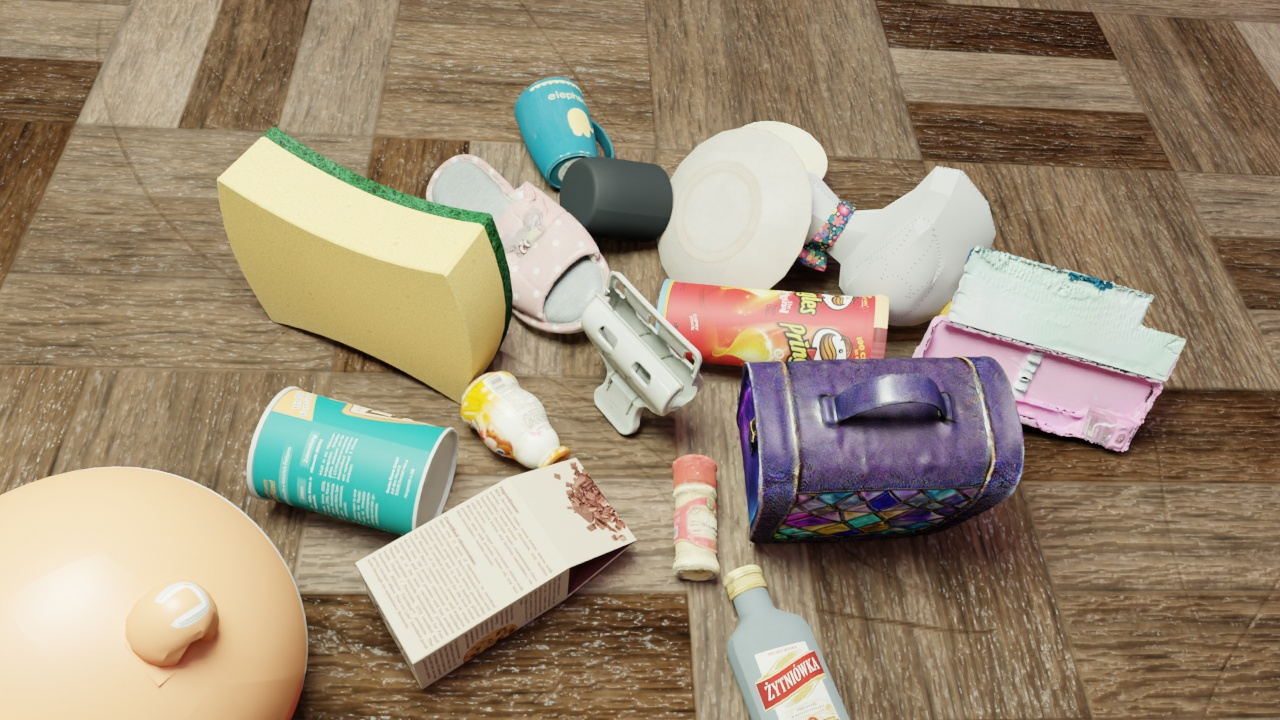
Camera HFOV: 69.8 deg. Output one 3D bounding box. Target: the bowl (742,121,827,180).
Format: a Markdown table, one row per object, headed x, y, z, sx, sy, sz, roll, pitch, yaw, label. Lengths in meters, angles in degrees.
| x | y | z | sx | sy | sz | roll | pitch | yaw | label |
| --- | --- | --- | --- | --- | --- | --- | --- | --- | --- |
| 0.150 | -0.212 | 1.054 | 0.115 | 0.063 | 0.115 | 3 | 56 | -4 | bowl |

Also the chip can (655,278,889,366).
| x | y | z | sx | sy | sz | roll | pitch | yaw | label |
| --- | --- | --- | --- | --- | --- | --- | --- | --- | --- |
| 0.127 | -0.030 | 0.891 | 0.213 | 0.087 | 0.086 | 6 | 54 | 11 | chip can |

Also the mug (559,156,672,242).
| x | y | z | sx | sy | sz | roll | pitch | yaw | label |
| --- | --- | --- | --- | --- | --- | --- | --- | --- | --- |
| -0.039 | -0.173 | 0.988 | 0.094 | 0.122 | 0.085 | 0 | 97 | -36 | mug |

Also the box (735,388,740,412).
| x | y | z | sx | sy | sz | roll | pitch | yaw | label |
| --- | --- | --- | --- | --- | --- | --- | --- | --- | --- |
| 0.187 | 0.043 | 0.894 | 0.187 | 0.053 | 0.058 | 5 | 23 | -5 | box |

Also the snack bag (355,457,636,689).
| x | y | z | sx | sy | sz | roll | pitch | yaw | label |
| --- | --- | --- | --- | --- | --- | --- | --- | --- | --- |
| -0.114 | 0.165 | 0.761 | 0.206 | 0.070 | 0.094 | -28 | 63 | -23 | snack bag |

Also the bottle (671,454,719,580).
| x | y | z | sx | sy | sz | roll | pitch | yaw | label |
| --- | --- | --- | --- | --- | --- | --- | --- | --- | --- |
| 0.049 | 0.139 | 0.813 | 0.044 | 0.044 | 0.109 | 4 | 57 | -4 | bottle |

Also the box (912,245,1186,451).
| x | y | z | sx | sy | sz | roll | pitch | yaw | label |
| --- | --- | --- | --- | --- | --- | --- | --- | --- | --- |
| 0.391 | -0.011 | 0.877 | 0.230 | 0.159 | 0.035 | 15 | 26 | -3 | box |

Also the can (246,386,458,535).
| x | y | z | sx | sy | sz | roll | pitch | yaw | label |
| --- | --- | --- | --- | --- | --- | --- | --- | --- | --- |
| -0.241 | 0.088 | 0.782 | 0.144 | 0.099 | 0.099 | 14 | 55 | 4 | can |

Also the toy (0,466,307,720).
| x | y | z | sx | sy | sz | roll | pitch | yaw | label |
| --- | --- | --- | --- | --- | --- | --- | --- | --- | --- |
| -0.348 | 0.202 | 0.588 | 0.262 | 0.281 | 0.265 | -40 | 96 | -28 | toy |

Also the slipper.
| x | y | z | sx | sy | sz | roll | pitch | yaw | label |
| --- | --- | --- | --- | --- | --- | --- | --- | --- | --- |
| -0.134 | -0.128 | 0.946 | 0.274 | 0.054 | 0.114 | 41 | 90 | 26 | slipper |

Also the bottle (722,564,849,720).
| x | y | z | sx | sy | sz | roll | pitch | yaw | label |
| --- | --- | --- | --- | --- | --- | --- | --- | --- | --- |
| 0.111 | 0.246 | 0.744 | 0.072 | 0.046 | 0.161 | -13 | 58 | -14 | bottle |

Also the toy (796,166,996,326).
| x | y | z | sx | sy | sz | roll | pitch | yaw | label |
| --- | --- | --- | --- | --- | --- | --- | --- | --- | --- |
| 0.245 | -0.119 | 0.935 | 0.267 | 0.247 | 0.140 | 40 | 56 | -6 | toy |

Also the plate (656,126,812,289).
| x | y | z | sx | sy | sz | roll | pitch | yaw | label |
| --- | --- | --- | --- | --- | --- | --- | --- | --- | --- |
| 0.086 | -0.150 | 0.945 | 0.027 | 0.189 | 0.188 | 10 | 41 | -52 | plate |

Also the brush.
| x | y | z | sx | sy | sz | roll | pitch | yaw | label |
| --- | --- | --- | --- | --- | --- | --- | --- | --- | --- |
| -0.245 | -0.080 | 0.838 | 0.250 | 0.195 | 0.075 | 23 | 56 | 9 | brush |

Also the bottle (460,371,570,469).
| x | y | z | sx | sy | sz | roll | pitch | yaw | label |
| --- | --- | --- | --- | --- | --- | --- | --- | --- | --- |
| -0.113 | 0.060 | 0.837 | 0.108 | 0.063 | 0.063 | 41 | 61 | 20 | bottle |

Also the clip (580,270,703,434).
| x | y | z | sx | sy | sz | roll | pitch | yaw | label |
| --- | --- | --- | --- | --- | --- | --- | --- | --- | --- |
| -0.005 | 0.005 | 0.840 | 0.081 | 0.148 | 0.125 | -25 | 62 | -30 | clip |

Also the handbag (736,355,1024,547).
| x | y | z | sx | sy | sz | roll | pitch | yaw | label |
| --- | --- | --- | --- | --- | --- | --- | --- | --- | --- |
| 0.183 | 0.068 | 0.761 | 0.205 | 0.222 | 0.125 | -1 | 64 | -5 | handbag |

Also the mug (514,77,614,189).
| x | y | z | sx | sy | sz | roll | pitch | yaw | label |
| --- | --- | --- | --- | --- | --- | --- | --- | --- | --- |
| -0.079 | -0.253 | 1.054 | 0.112 | 0.085 | 0.104 | 4 | 56 | -39 | mug |
